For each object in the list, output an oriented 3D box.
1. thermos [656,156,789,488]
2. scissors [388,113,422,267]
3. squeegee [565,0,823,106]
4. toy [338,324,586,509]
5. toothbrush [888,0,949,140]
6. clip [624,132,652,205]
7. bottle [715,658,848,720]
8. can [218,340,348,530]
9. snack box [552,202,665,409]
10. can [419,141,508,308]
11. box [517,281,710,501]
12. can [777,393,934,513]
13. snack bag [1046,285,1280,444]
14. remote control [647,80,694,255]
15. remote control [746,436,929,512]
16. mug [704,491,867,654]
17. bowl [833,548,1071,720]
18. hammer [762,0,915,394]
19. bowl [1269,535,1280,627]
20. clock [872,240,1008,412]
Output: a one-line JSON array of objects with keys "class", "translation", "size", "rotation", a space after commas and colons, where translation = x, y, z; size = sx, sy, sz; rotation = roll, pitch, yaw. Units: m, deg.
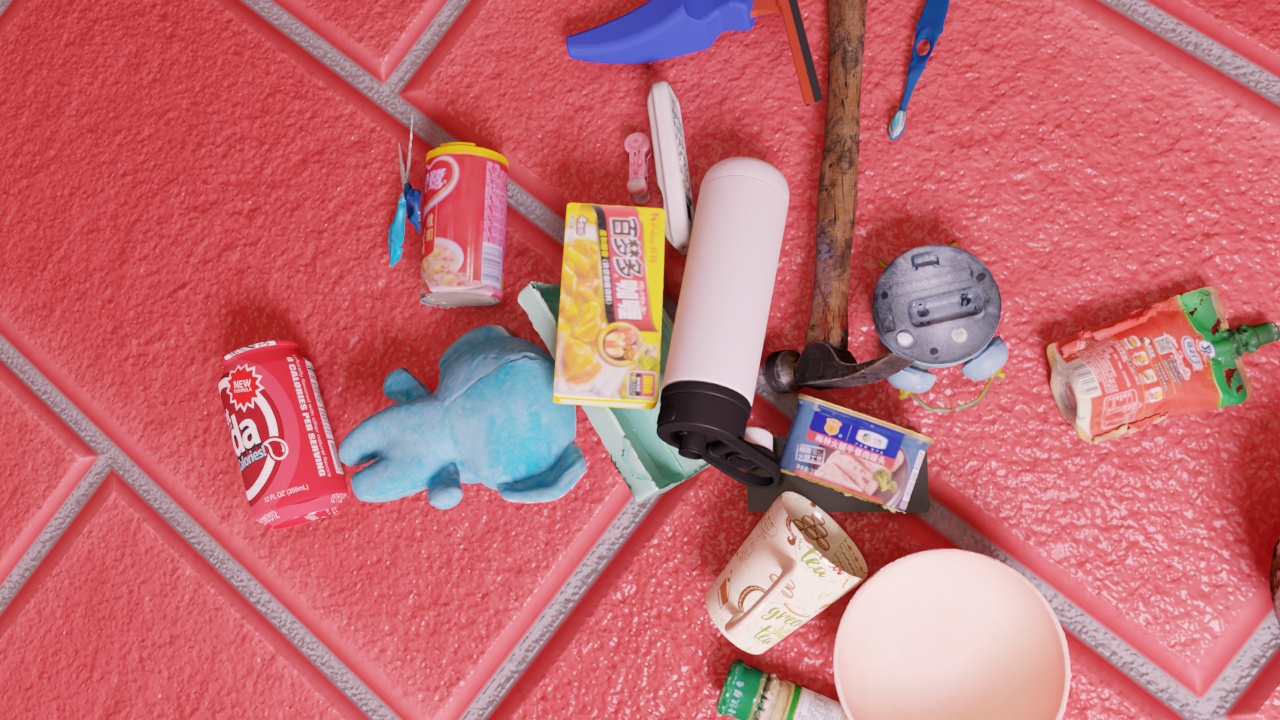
[{"class": "thermos", "translation": [0.074, -0.031, 0.671], "size": [0.101, 0.069, 0.229], "rotation": [23, 64, -24]}, {"class": "scissors", "translation": [-0.189, -0.142, 0.753], "size": [0.014, 0.117, 0.130], "rotation": [8, 88, -27]}, {"class": "squeegee", "translation": [0.031, -0.273, 0.739], "size": [0.185, 0.055, 0.249], "rotation": [-12, 64, 9]}, {"class": "toy", "translation": [-0.133, 0.059, 0.704], "size": [0.180, 0.115, 0.183], "rotation": [-26, 56, -12]}, {"class": "toothbrush", "translation": [0.218, -0.236, 0.718], "size": [0.021, 0.016, 0.132], "rotation": [18, 87, 10]}, {"class": "clip", "translation": [-0.003, -0.156, 0.741], "size": [0.023, 0.043, 0.060], "rotation": [-1, 96, 7]}, {"class": "bottle", "translation": [0.111, 0.255, 0.664], "size": [0.110, 0.042, 0.042], "rotation": [19, 87, 11]}, {"class": "can", "translation": [-0.291, 0.061, 0.747], "size": [0.074, 0.074, 0.142], "rotation": [-21, 80, 7]}, {"class": "snack box", "translation": [-0.022, -0.041, 0.673], "size": [0.075, 0.025, 0.152], "rotation": [3, 73, -3]}, {"class": "can", "translation": [-0.143, -0.107, 0.744], "size": [0.067, 0.066, 0.124], "rotation": [0, 83, 11]}, {"class": "box", "translation": [-0.001, 0.002, 0.697], "size": [0.092, 0.077, 0.188], "rotation": [-35, 76, 17]}, {"class": "can", "translation": [0.152, 0.067, 0.659], "size": [0.100, 0.054, 0.059], "rotation": [18, 88, 12]}, {"class": "snack bag", "translation": [0.374, 0.001, 0.650], "size": [0.155, 0.044, 0.087], "rotation": [-18, 85, 4]}, {"class": "remote control", "translation": [0.024, -0.151, 0.727], "size": [0.022, 0.050, 0.133], "rotation": [-9, 81, 13]}, {"class": "remote control", "translation": [0.147, 0.086, 0.693], "size": [0.133, 0.013, 0.058], "rotation": [-1, 83, 10]}, {"class": "mug", "translation": [0.092, 0.159, 0.639], "size": [0.081, 0.121, 0.097], "rotation": [44, 107, 10]}, {"class": "bowl", "translation": [0.208, 0.204, 0.635], "size": [0.153, 0.076, 0.153], "rotation": [-1, 84, 10]}, {"class": "hammer", "translation": [0.155, -0.141, 0.688], "size": [0.120, 0.033, 0.330], "rotation": [-9, 71, 52]}, {"class": "bowl", "translation": [0.477, 0.146, 0.582], "size": [0.160, 0.094, 0.159], "rotation": [-1, 83, 10]}, {"class": "clock", "translation": [0.218, -0.024, 0.674], "size": [0.089, 0.051, 0.124], "rotation": [-13, 82, 7]}]
